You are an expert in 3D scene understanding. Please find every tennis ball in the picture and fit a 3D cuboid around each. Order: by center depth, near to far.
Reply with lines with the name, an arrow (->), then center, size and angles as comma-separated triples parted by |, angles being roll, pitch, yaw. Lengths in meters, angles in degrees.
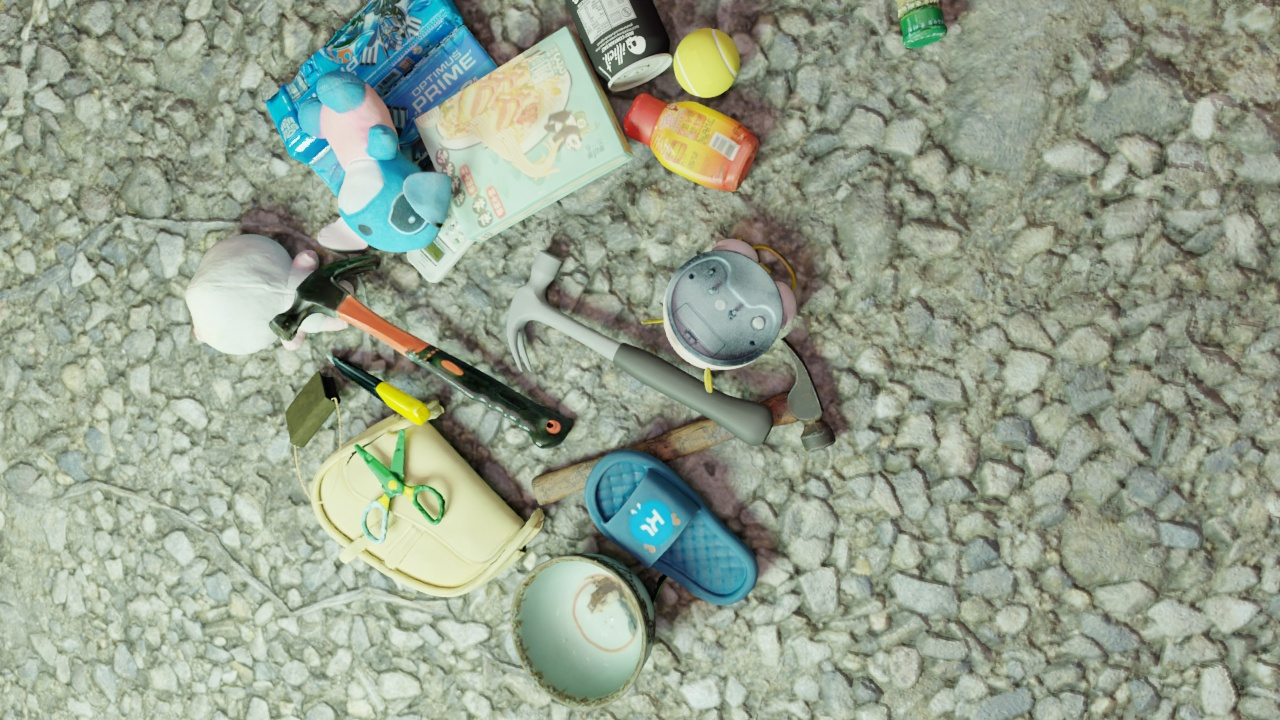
tennis ball -> 0.066, -0.294, 0.908 | 0.065, 0.065, 0.065 | 2, 97, 13

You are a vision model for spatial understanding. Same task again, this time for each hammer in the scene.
hammer -> -0.006, 0.005, 0.961 | 0.311, 0.029, 0.125 | 29, 98, 14
hammer -> 0.031, 0.083, 0.982 | 0.331, 0.033, 0.120 | -20, 88, 15
hammer -> -0.225, 0.000, 1.006 | 0.333, 0.033, 0.132 | 31, 61, 1

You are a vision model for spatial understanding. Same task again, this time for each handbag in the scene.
handbag -> -0.356, 0.091, 1.018 | 0.084, 0.027, 0.178 | -48, 42, 13
handbag -> -0.242, 0.165, 1.026 | 0.233, 0.088, 0.191 | 44, 101, 5

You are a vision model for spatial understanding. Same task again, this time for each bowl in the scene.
bowl -> -0.048, 0.276, 0.981 | 0.160, 0.093, 0.160 | 1, 92, 25

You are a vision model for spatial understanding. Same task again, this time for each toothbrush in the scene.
toothbrush -> 0.014, 0.259, 1.013 | 0.017, 0.014, 0.188 | 31, 103, 22

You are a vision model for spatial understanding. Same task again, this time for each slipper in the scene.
slipper -> 0.029, 0.183, 0.956 | 0.213, 0.059, 0.104 | 41, 108, -5

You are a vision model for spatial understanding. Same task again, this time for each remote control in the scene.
remote control -> -0.201, -0.147, 1.010 | 0.050, 0.022, 0.133 | 46, 104, 6

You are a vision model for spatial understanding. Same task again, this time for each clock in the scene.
clock -> 0.090, -0.057, 0.917 | 0.157, 0.059, 0.117 | -43, 87, -15

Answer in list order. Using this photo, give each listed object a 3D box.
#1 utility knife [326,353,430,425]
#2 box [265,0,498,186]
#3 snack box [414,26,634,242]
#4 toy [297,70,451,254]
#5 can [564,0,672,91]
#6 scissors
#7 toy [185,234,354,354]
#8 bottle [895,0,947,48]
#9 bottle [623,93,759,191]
utility knife -> -0.299, 0.028, 1.030 | 0.175, 0.020, 0.029 | 25, 145, 31
box -> -0.281, -0.291, 0.995 | 0.244, 0.059, 0.175 | -36, 88, 15
snack box -> -0.122, -0.229, 0.948 | 0.194, 0.044, 0.141 | -26, 85, 16
toy -> -0.287, -0.196, 0.957 | 0.225, 0.098, 0.191 | -9, 113, 49
can -> -0.029, -0.352, 0.916 | 0.080, 0.080, 0.146 | -24, 91, 15
scissors -> -0.271, 0.140, 0.988 | 0.127, 0.011, 0.123 | 44, 87, 5
toy -> -0.418, -0.073, 1.038 | 0.179, 0.101, 0.138 | 7, 83, -11
bottle -> 0.259, -0.355, 0.868 | 0.043, 0.042, 0.110 | -12, 92, 14
bottle -> 0.049, -0.224, 0.929 | 0.134, 0.048, 0.071 | 27, 101, 9
